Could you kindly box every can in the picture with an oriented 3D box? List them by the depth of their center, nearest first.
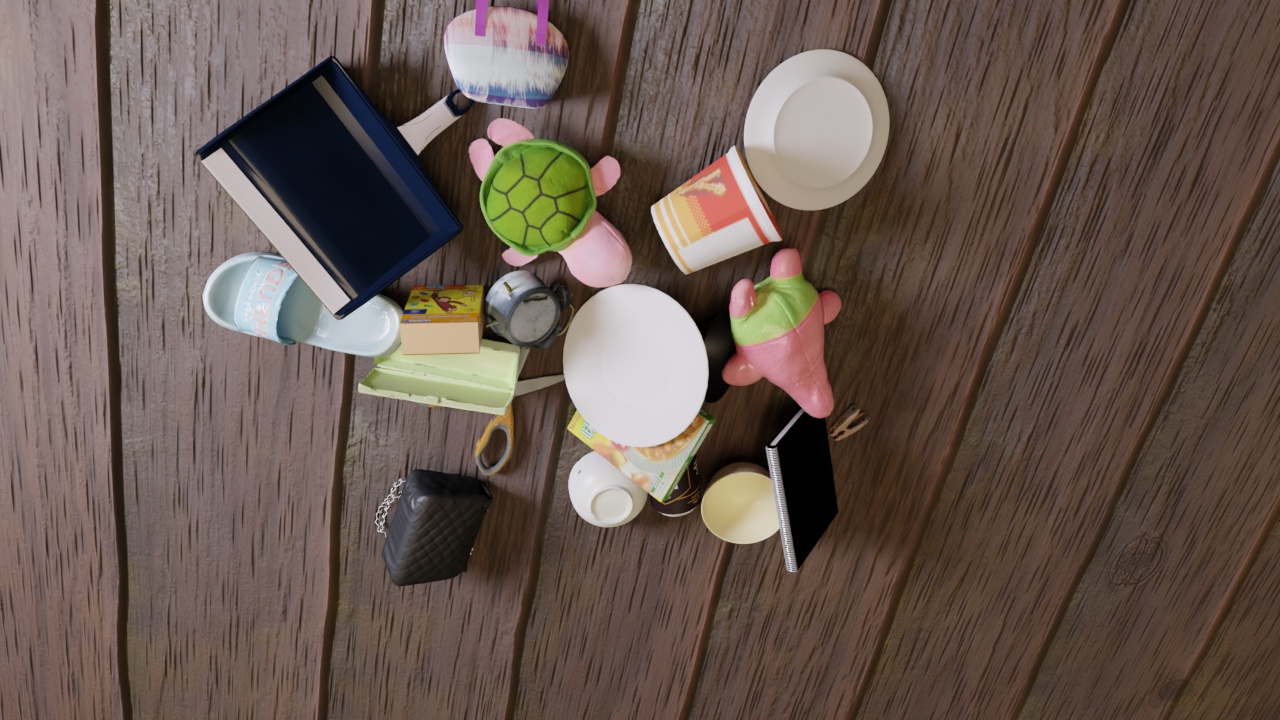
[{"bbox_3d":[0.043,0.145,1.262,0.072,0.071,0.129,-9,115,-2],"label":"can"}]

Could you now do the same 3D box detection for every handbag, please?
[{"bbox_3d":[-0.143,-0.371,1.016,0.144,0.068,0.170,3,107,-16],"label":"handbag"},{"bbox_3d":[-0.284,0.220,1.269,0.125,0.115,0.154,8,112,-35],"label":"handbag"}]

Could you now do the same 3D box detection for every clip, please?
[{"bbox_3d":[0.290,0.085,1.287,0.062,0.024,0.045,-29,114,11],"label":"clip"}]

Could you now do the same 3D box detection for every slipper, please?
[{"bbox_3d":[-0.403,-0.064,1.096,0.245,0.074,0.104,15,92,1],"label":"slipper"}]

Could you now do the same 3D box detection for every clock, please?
[{"bbox_3d":[-0.136,-0.061,1.150,0.129,0.052,0.090,10,110,-48],"label":"clock"}]

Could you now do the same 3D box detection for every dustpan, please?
[{"bbox_3d":[-0.304,-0.221,1.041,0.272,0.080,0.236,-46,116,-23],"label":"dustpan"}]

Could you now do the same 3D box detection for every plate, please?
[{"bbox_3d":[0.216,-0.273,1.102,0.188,0.016,0.189,-5,110,-13],"label":"plate"},{"bbox_3d":[-0.007,0.007,1.168,0.209,0.015,0.209,5,100,28],"label":"plate"}]

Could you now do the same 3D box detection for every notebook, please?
[{"bbox_3d":[0.226,0.167,1.263,0.016,0.148,0.207,6,121,36],"label":"notebook"}]

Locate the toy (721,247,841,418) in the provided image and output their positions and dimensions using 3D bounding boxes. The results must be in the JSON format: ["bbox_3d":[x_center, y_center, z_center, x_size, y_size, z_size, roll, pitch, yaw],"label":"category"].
[{"bbox_3d":[0.191,-0.023,1.185,0.192,0.097,0.237,-34,114,-10],"label":"toy"}]

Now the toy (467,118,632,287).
[{"bbox_3d":[-0.106,-0.179,1.091,0.190,0.087,0.238,-38,106,16],"label":"toy"}]

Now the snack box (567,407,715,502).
[{"bbox_3d":[-0.002,0.083,1.203,0.168,0.027,0.132,36,110,20],"label":"snack box"}]

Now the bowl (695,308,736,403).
[{"bbox_3d":[0.082,-0.011,1.192,0.053,0.123,0.124,14,118,29],"label":"bowl"}]

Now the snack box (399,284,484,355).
[{"bbox_3d":[-0.237,-0.051,1.113,0.088,0.125,0.040,-2,114,-6],"label":"snack box"}]

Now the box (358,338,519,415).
[{"bbox_3d":[-0.247,0.003,1.150,0.188,0.091,0.083,9,107,-2],"label":"box"}]

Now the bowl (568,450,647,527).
[{"bbox_3d":[-0.043,0.185,1.276,0.113,0.063,0.113,-2,114,-6],"label":"bowl"}]

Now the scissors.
[{"bbox_3d":[-0.205,0.048,1.222,0.225,0.016,0.226,19,109,-14],"label":"scissors"}]

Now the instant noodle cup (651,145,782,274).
[{"bbox_3d":[0.088,-0.172,1.102,0.121,0.123,0.123,-27,115,14],"label":"instant noodle cup"}]

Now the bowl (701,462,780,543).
[{"bbox_3d":[0.143,0.187,1.287,0.118,0.074,0.118,1,116,2],"label":"bowl"}]
